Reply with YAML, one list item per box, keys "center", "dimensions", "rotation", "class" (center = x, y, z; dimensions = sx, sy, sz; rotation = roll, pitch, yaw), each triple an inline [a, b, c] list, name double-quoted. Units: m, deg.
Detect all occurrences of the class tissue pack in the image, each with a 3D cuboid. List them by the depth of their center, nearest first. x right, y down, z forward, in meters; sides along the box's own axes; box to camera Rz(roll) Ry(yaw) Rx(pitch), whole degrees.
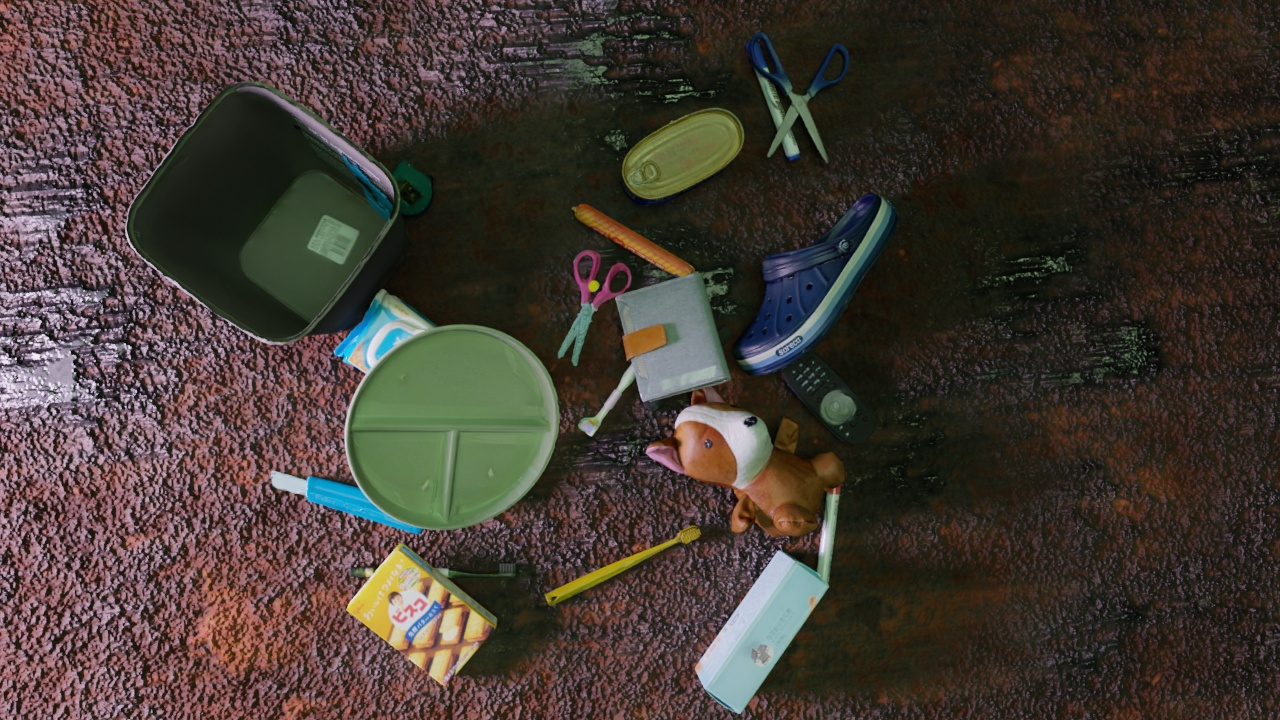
- center: [-0.251, -0.004, 1.004]
  dimensions: [0.140, 0.063, 0.090]
  rotation: [35, 87, -2]
  class: "tissue pack"

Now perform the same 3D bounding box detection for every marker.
- center: [0.054, 0.009, 1.049]
  dimensions: [0.132, 0.022, 0.020]
  rotation: [-44, 99, -4]
  class: "marker"
- center: [0.217, 0.190, 1.057]
  dimensions: [0.017, 0.017, 0.145]
  rotation: [8, 87, -4]
  class: "marker"
- center: [0.155, -0.303, 1.072]
  dimensions: [0.017, 0.017, 0.146]
  rotation: [-20, 90, -5]
  class: "marker"

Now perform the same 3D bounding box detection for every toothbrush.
- center: [-0.229, 0.234, 1.022]
  dimensions: [0.186, 0.012, 0.017]
  rotation: [1, 82, -4]
  class: "toothbrush"
- center: [-0.018, 0.231, 1.036]
  dimensions: [0.190, 0.016, 0.015]
  rotation: [-24, 89, -5]
  class: "toothbrush"
- center: [-0.006, 0.006, 1.046]
  dimensions: [0.189, 0.029, 0.020]
  rotation: [-53, 135, -6]
  class: "toothbrush"

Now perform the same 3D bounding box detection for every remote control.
- center: [0.214, 0.040, 1.059]
  dimensions: [0.053, 0.024, 0.136]
  rotation: [-43, 93, -7]
  class: "remote control"

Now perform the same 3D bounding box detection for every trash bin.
- center: [-0.344, -0.129, 0.924]
  dimensions: [0.199, 0.220, 0.198]
  rotation: [36, 86, -2]
  class: "trash bin"

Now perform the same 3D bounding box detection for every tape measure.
- center: [-0.261, -0.190, 1.030]
  dimensions: [0.054, 0.025, 0.058]
  rotation: [33, 86, -2]
  class: "tape measure"

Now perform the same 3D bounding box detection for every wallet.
- center: [0.033, -0.026, 1.019]
  dimensions: [0.106, 0.037, 0.129]
  rotation: [-15, 71, 4]
  class: "wallet"

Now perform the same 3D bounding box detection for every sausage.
- center: [-0.006, -0.135, 1.050]
  dimensions: [0.165, 0.021, 0.021]
  rotation: [30, 85, -2]
  class: "sausage"

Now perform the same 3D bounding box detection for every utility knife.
- center: [-0.320, 0.153, 1.015]
  dimensions: [0.185, 0.018, 0.034]
  rotation: [16, 71, -3]
  class: "utility knife"

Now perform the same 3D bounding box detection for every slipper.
- center: [0.187, -0.095, 1.021]
  dimensions: [0.095, 0.105, 0.252]
  rotation: [41, 83, -9]
  class: "slipper"

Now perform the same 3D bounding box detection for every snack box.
- center: [-0.237, 0.277, 1.002]
  dimensions: [0.140, 0.034, 0.087]
  rotation: [41, 91, -5]
  class: "snack box"
- center: [0.133, 0.297, 1.017]
  dimensions: [0.051, 0.074, 0.174]
  rotation: [36, 86, -3]
  class: "snack box"

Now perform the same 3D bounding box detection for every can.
- center: [0.046, -0.230, 1.044]
  dimensions: [0.148, 0.049, 0.074]
  rotation: [-30, 90, -5]
  class: "can"

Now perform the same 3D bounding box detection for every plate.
- center: [-0.198, 0.071, 0.980]
  dimensions: [0.229, 0.027, 0.230]
  rotation: [-8, 108, -25]
  class: "plate"

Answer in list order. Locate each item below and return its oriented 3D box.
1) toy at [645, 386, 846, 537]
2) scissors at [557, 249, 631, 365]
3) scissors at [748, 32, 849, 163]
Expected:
- center: [0.117, 0.109, 1.004]
  dimensions: [0.199, 0.131, 0.139]
  rotation: [35, 53, 7]
  class: "toy"
- center: [-0.051, -0.054, 1.049]
  dimensions: [0.076, 0.017, 0.137]
  rotation: [13, 91, -13]
  class: "scissors"
- center: [0.183, -0.312, 1.065]
  dimensions: [0.162, 0.012, 0.175]
  rotation: [43, 77, -8]
  class: "scissors"
